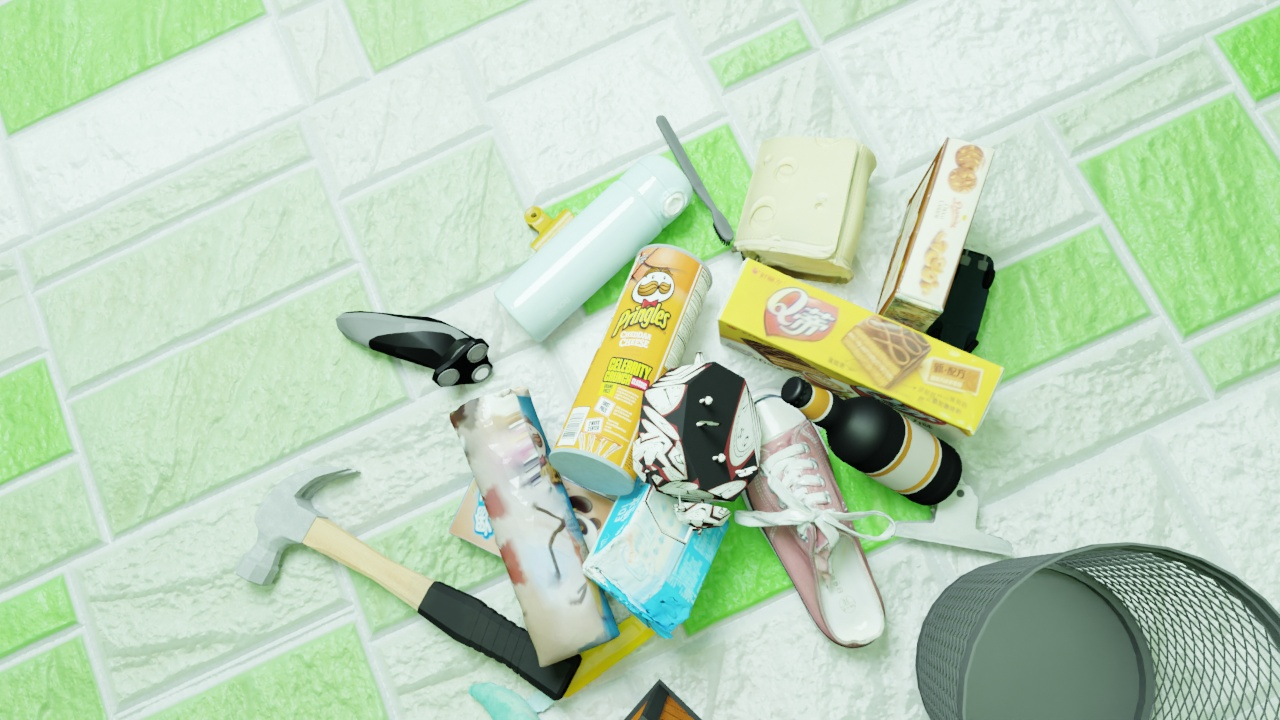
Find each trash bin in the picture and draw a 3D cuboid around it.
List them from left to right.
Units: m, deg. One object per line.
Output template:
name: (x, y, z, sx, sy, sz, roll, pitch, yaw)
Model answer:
trash bin: (0.014, 0.364, 0.714, 0.139, 0.172, 0.139, 41, 85, 11)
trash bin: (0.322, 0.244, 0.678, 0.218, 0.227, 0.217, -1, 79, 5)

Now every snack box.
snack box: (-0.088, 0.147, 0.836, 0.151, 0.034, 0.087, 22, 82, 10)
snack box: (0.183, -0.005, 0.799, 0.230, 0.110, 0.061, 25, 83, 10)
snack box: (0.246, -0.096, 0.791, 0.041, 0.147, 0.143, 19, 81, 8)

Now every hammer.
hammer: (-0.205, 0.206, 0.830, 0.328, 0.039, 0.131, 26, 81, 12)

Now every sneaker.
sneaker: (0.143, 0.132, 0.788, 0.118, 0.088, 0.241, -24, 76, 1)

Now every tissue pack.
tissue pack: (0.012, 0.154, 0.772, 0.093, 0.144, 0.062, 46, 129, -12)

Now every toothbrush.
toothbrush: (0.050, -0.175, 0.876, 0.012, 0.013, 0.167, -17, 63, -15)

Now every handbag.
handbag: (0.150, -0.137, 0.843, 0.111, 0.081, 0.119, 11, 83, 22)

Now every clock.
clock: (0.050, 0.074, 0.742, 0.065, 0.114, 0.154, -10, 42, 40)

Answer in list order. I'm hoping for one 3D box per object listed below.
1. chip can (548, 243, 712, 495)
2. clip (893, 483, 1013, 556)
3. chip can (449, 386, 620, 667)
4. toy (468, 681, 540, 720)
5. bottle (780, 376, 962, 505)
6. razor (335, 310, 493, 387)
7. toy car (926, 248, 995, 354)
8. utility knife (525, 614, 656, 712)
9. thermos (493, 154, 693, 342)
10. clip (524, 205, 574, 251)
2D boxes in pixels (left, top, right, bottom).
chip can: (-0.005, 0.005, 0.801, 0.075, 0.075, 0.214, 18, 63, 9)
clip: (0.276, 0.138, 0.815, 0.102, 0.050, 0.058, 10, 73, 6)
chip can: (-0.091, 0.138, 0.779, 0.080, 0.080, 0.229, -23, 78, 1)
toy: (-0.121, 0.341, 0.806, 0.085, 0.033, 0.105, 7, 81, 18)
bottle: (0.188, 0.061, 0.762, 0.181, 0.059, 0.059, 29, 82, -27)
razor: (-0.218, -0.018, 0.872, 0.156, 0.057, 0.060, 22, 54, 17)
toy car: (0.290, -0.048, 0.835, 0.046, 0.034, 0.112, 18, 78, 7)
utility knife: (-0.031, 0.258, 0.818, 0.179, 0.017, 0.030, -36, 73, -2)
thermos: (-0.041, -0.108, 0.863, 0.207, 0.065, 0.078, -42, 39, -3)
clip: (-0.091, -0.129, 0.898, 0.054, 0.045, 0.049, -48, 36, -3)
